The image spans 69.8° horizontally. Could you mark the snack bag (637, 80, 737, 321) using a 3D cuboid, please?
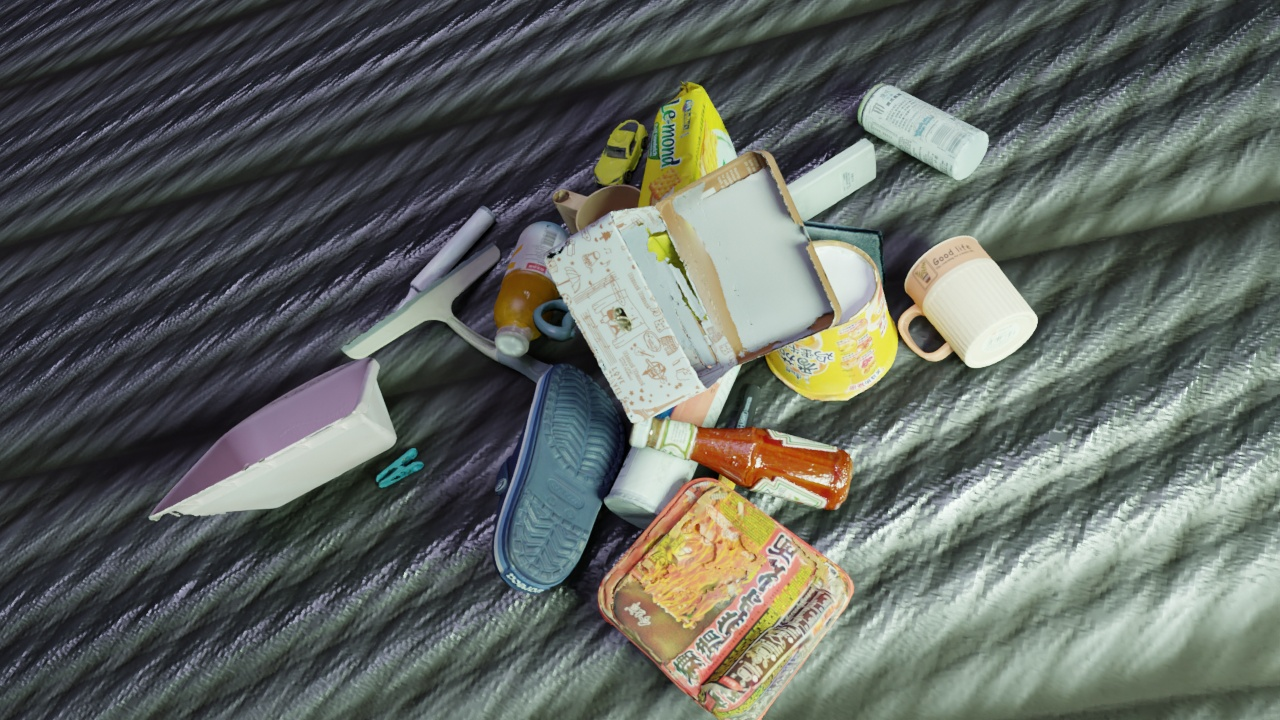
[{"bbox_3d":[0.055,-0.174,1.019,0.068,0.158,0.245,-3,57,23],"label":"snack bag"}]

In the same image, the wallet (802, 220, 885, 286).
[{"bbox_3d":[0.197,-0.114,0.971,0.121,0.097,0.019,11,66,24],"label":"wallet"}]

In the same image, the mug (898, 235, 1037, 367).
[{"bbox_3d":[0.314,-0.048,0.909,0.115,0.081,0.105,-42,53,22],"label":"mug"}]

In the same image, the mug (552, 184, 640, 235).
[{"bbox_3d":[-0.036,-0.142,1.059,0.125,0.103,0.084,22,67,28],"label":"mug"}]

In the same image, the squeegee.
[{"bbox_3d":[-0.164,-0.015,1.059,0.247,0.039,0.245,29,51,23],"label":"squeegee"}]

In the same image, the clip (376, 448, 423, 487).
[{"bbox_3d":[-0.269,0.121,1.020,0.056,0.015,0.049,-34,57,-7],"label":"clip"}]

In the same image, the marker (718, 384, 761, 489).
[{"bbox_3d":[0.101,0.077,0.930,0.018,0.015,0.123,10,60,18],"label":"marker"}]

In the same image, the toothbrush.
[{"bbox_3d":[-0.262,-0.110,1.159,0.026,0.027,0.220,30,72,25],"label":"toothbrush"}]

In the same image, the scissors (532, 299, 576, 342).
[{"bbox_3d":[-0.028,-0.038,0.997,0.179,0.019,0.169,22,24,12],"label":"scissors"}]

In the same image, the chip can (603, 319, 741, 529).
[{"bbox_3d":[0.040,0.062,0.924,0.071,0.071,0.214,15,64,25],"label":"chip can"}]

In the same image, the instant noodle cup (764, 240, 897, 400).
[{"bbox_3d":[0.187,-0.046,0.923,0.138,0.110,0.137,-8,57,12],"label":"instant noodle cup"}]

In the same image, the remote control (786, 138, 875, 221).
[{"bbox_3d":[0.208,-0.198,1.047,0.135,0.056,0.019,-32,54,-4],"label":"remote control"}]

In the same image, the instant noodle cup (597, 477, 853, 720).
[{"bbox_3d":[0.073,0.212,0.812,0.189,0.079,0.164,35,73,31],"label":"instant noodle cup"}]

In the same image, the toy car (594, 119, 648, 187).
[{"bbox_3d":[-0.026,-0.267,1.182,0.048,0.032,0.105,12,64,23],"label":"toy car"}]

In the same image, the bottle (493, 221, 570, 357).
[{"bbox_3d":[-0.125,-0.082,1.051,0.068,0.068,0.189,-3,44,16],"label":"bottle"}]

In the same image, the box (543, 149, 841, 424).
[{"bbox_3d":[0.058,-0.069,0.819,0.194,0.156,0.183,-27,93,25],"label":"box"}]

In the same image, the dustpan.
[{"bbox_3d":[-0.384,0.063,0.981,0.222,0.273,0.138,-27,79,-4],"label":"dustpan"}]

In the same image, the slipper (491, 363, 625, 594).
[{"bbox_3d":[-0.089,0.121,0.919,0.095,0.105,0.252,-33,32,39],"label":"slipper"}]

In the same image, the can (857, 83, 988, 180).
[{"bbox_3d":[0.322,-0.264,1.052,0.058,0.058,0.147,-41,55,-10],"label":"can"}]

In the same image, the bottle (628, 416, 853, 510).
[{"bbox_3d":[0.092,0.088,0.856,0.206,0.060,0.059,14,61,-1],"label":"bottle"}]
